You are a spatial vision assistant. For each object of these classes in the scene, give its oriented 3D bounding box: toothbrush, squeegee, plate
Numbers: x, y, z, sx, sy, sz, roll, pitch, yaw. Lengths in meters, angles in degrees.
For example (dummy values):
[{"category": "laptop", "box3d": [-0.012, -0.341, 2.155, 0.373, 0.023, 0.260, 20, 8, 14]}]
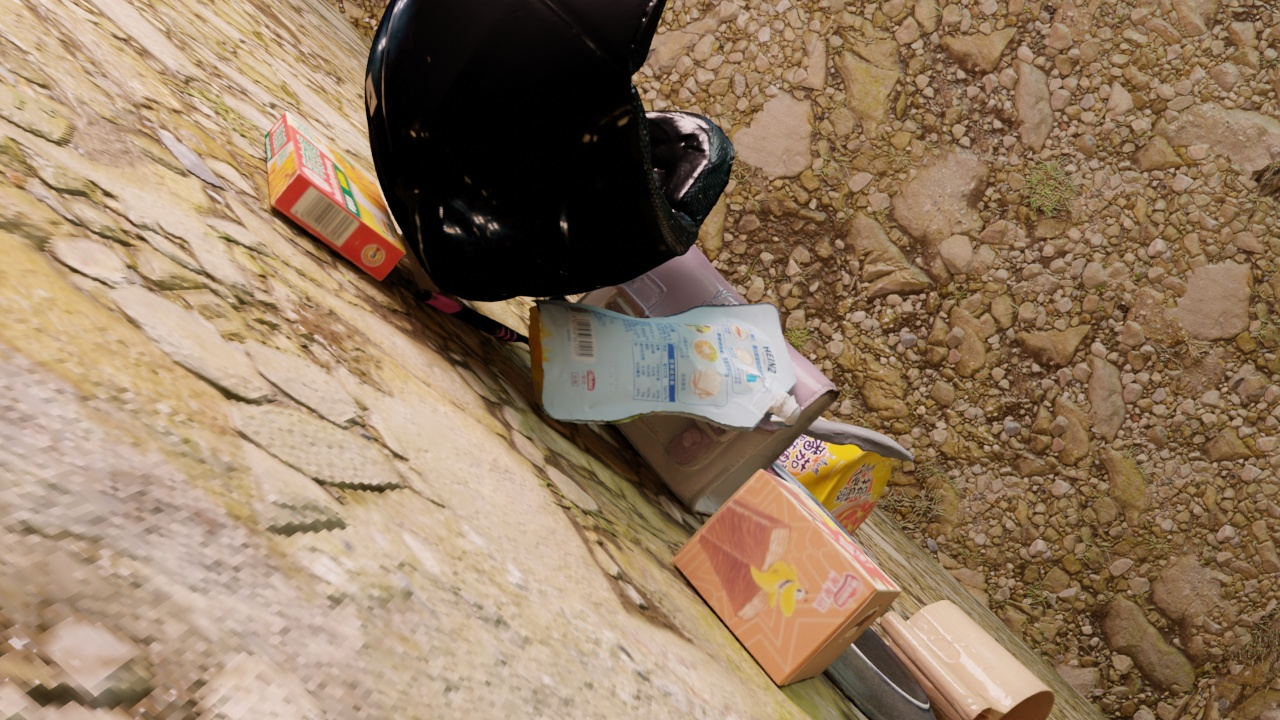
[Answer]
[{"category": "toothbrush", "box3d": [-0.104, -0.021, 0.660, 0.017, 0.014, 0.189, 56, 11, 23]}, {"category": "squeegee", "box3d": [0.150, 0.067, 0.922, 0.249, 0.040, 0.247, 9, 4, 4]}, {"category": "plate", "box3d": [0.161, 0.215, 0.671, 0.179, 0.024, 0.179, 42, 5, -5]}]

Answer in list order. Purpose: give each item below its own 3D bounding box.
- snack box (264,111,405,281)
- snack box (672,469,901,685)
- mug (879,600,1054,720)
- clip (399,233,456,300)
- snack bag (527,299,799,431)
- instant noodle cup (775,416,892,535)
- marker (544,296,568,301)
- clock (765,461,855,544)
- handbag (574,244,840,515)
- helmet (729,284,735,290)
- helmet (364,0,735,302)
[{"category": "snack box", "box3d": [-0.198, -0.108, 0.586, 0.077, 0.027, 0.155, 39, 7, -34]}, {"category": "snack box", "box3d": [0.089, 0.129, 0.547, 0.094, 0.077, 0.092, 46, 7, 27]}, {"category": "mug", "box3d": [0.249, 0.250, 0.723, 0.124, 0.084, 0.103, 32, 10, -43]}, {"category": "clip", "box3d": [-0.150, -0.077, 0.655, 0.103, 0.035, 0.092, 49, 9, 14]}, {"category": "snack bag", "box3d": [0.020, 0.000, 0.635, 0.190, 0.039, 0.110, 3, 44, -18]}, {"category": "instant noodle cup", "box3d": [0.192, 0.125, 1.016, 0.110, 0.138, 0.138, 34, 0, 35]}, {"category": "marker", "box3d": [-0.099, -0.075, 1.034, 0.022, 0.020, 0.132, 7, 31, -45]}, {"category": "clock", "box3d": [0.125, 0.140, 0.796, 0.117, 0.060, 0.158, 45, 5, 7]}, {"category": "handbag", "box3d": [0.038, 0.005, 0.733, 0.197, 0.145, 0.098, 48, 5, 23]}, {"category": "helmet", "box3d": [0.013, -0.056, 1.071, 0.207, 0.143, 0.240, 54, -11, 12]}, {"category": "helmet", "box3d": [-0.067, -0.169, 0.603, 0.274, 0.230, 0.233, 63, 1, 27]}]
